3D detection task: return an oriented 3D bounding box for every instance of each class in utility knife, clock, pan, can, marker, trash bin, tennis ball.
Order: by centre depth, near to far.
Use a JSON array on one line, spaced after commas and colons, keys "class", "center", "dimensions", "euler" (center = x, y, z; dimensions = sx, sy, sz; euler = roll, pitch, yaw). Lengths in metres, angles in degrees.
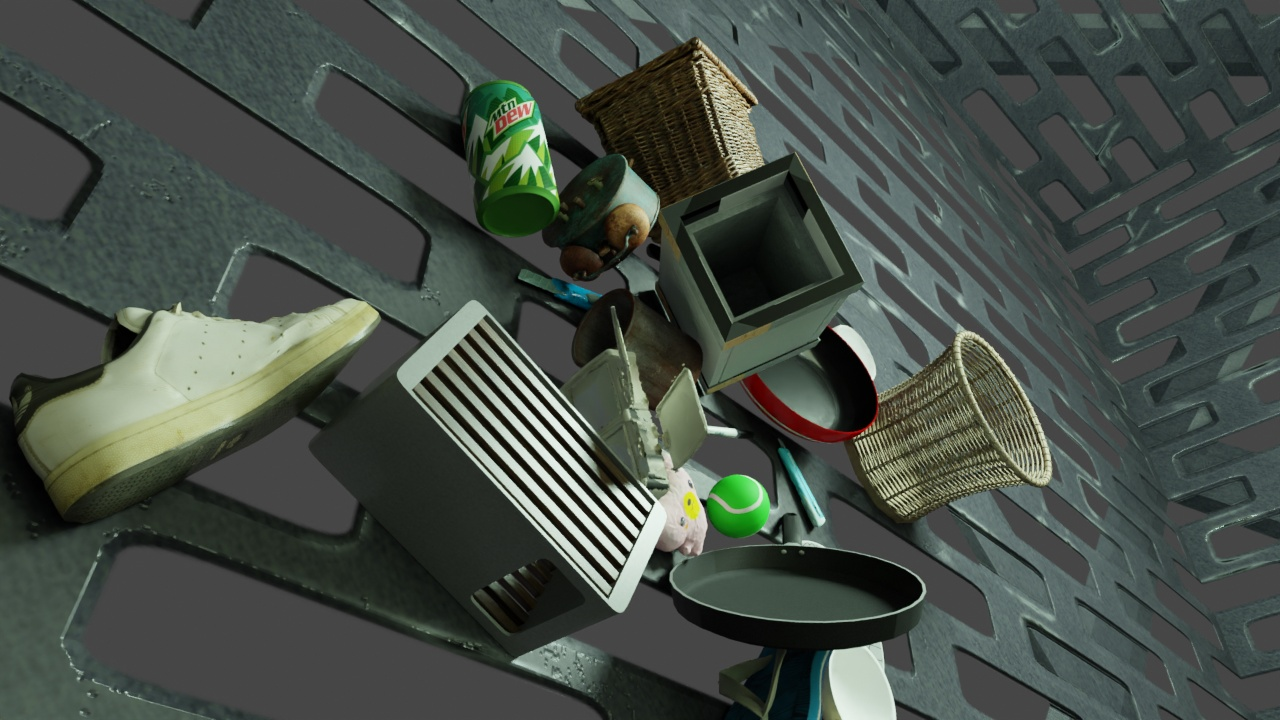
[{"class": "trash bin", "center": [-0.108, 0.091, 0.689], "dimensions": [0.229, 0.115, 0.114], "euler": [49, 35, -12]}, {"class": "pan", "center": [0.149, 0.205, 0.894], "dimensions": [0.356, 0.225, 0.034], "euler": [-25, 115, -81]}, {"class": "can", "center": [-0.133, -0.203, 0.926], "dimensions": [0.083, 0.083, 0.144], "euler": [16, 51, -45]}, {"class": "tennis ball", "center": [0.101, 0.151, 0.950], "dimensions": [0.065, 0.066, 0.065], "euler": [32, 41, -33]}, {"class": "clock", "center": [-0.044, -0.145, 0.953], "dimensions": [0.073, 0.121, 0.157], "euler": [39, 28, -32]}, {"class": "trash bin", "center": [0.111, -0.079, 0.968], "dimensions": [0.247, 0.142, 0.142], "euler": [90, -24, -77]}, {"class": "utility knife", "center": [-0.054, -0.062, 0.975], "dimensions": [0.195, 0.015, 0.031], "euler": [18, 45, -42]}, {"class": "marker", "center": [0.084, 0.079, 1.037], "dimensions": [0.152, 0.011, 0.011], "euler": [11, 55, -47]}, {"class": "utility knife", "center": [0.191, 0.148, 1.114], "dimensions": [0.022, 0.016, 0.117], "euler": [-5, 65, -52]}, {"class": "pan", "center": [0.145, -0.026, 1.151], "dimensions": [0.356, 0.067, 0.208], "euler": [33, 39, -6]}]

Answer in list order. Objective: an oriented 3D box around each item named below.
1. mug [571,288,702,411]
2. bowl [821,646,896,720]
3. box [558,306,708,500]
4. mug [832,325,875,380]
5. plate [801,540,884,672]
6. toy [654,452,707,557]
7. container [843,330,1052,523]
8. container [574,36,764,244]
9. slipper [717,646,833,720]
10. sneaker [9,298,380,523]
[{"class": "mug", "center": [-0.005, 0.005, 0.922], "dimensions": [0.110, 0.096, 0.122], "euler": [30, 62, -28]}, {"class": "bowl", "center": [0.207, 0.339, 0.921], "dimensions": [0.110, 0.041, 0.109], "euler": [31, 43, -34]}, {"class": "box", "center": [-0.016, 0.049, 0.794], "dimensions": [0.065, 0.186, 0.145], "euler": [-3, 59, -23]}, {"class": "mug", "center": [0.270, -0.002, 1.286], "dimensions": [0.115, 0.068, 0.094], "euler": [39, 38, -26]}, {"class": "plate", "center": [0.206, 0.292, 1.012], "dimensions": [0.188, 0.016, 0.188], "euler": [32, 41, -33]}, {"class": "toy", "center": [0.032, 0.148, 0.879], "dimensions": [0.093, 0.050, 0.102], "euler": [46, 38, -21]}, {"class": "container", "center": [0.416, 0.103, 1.270], "dimensions": [0.226, 0.197, 0.226], "euler": [32, 41, -33]}, {"class": "container", "center": [0.066, -0.236, 1.105], "dimensions": [0.249, 0.162, 0.183], "euler": [0, 68, -68]}, {"class": "slipper", "center": [0.116, 0.280, 0.820], "dimensions": [0.060, 0.118, 0.294], "euler": [50, 33, -3]}, {"class": "sneaker", "center": [-0.278, 0.003, 0.585], "dimensions": [0.102, 0.089, 0.240], "euler": [48, 38, 1]}]
